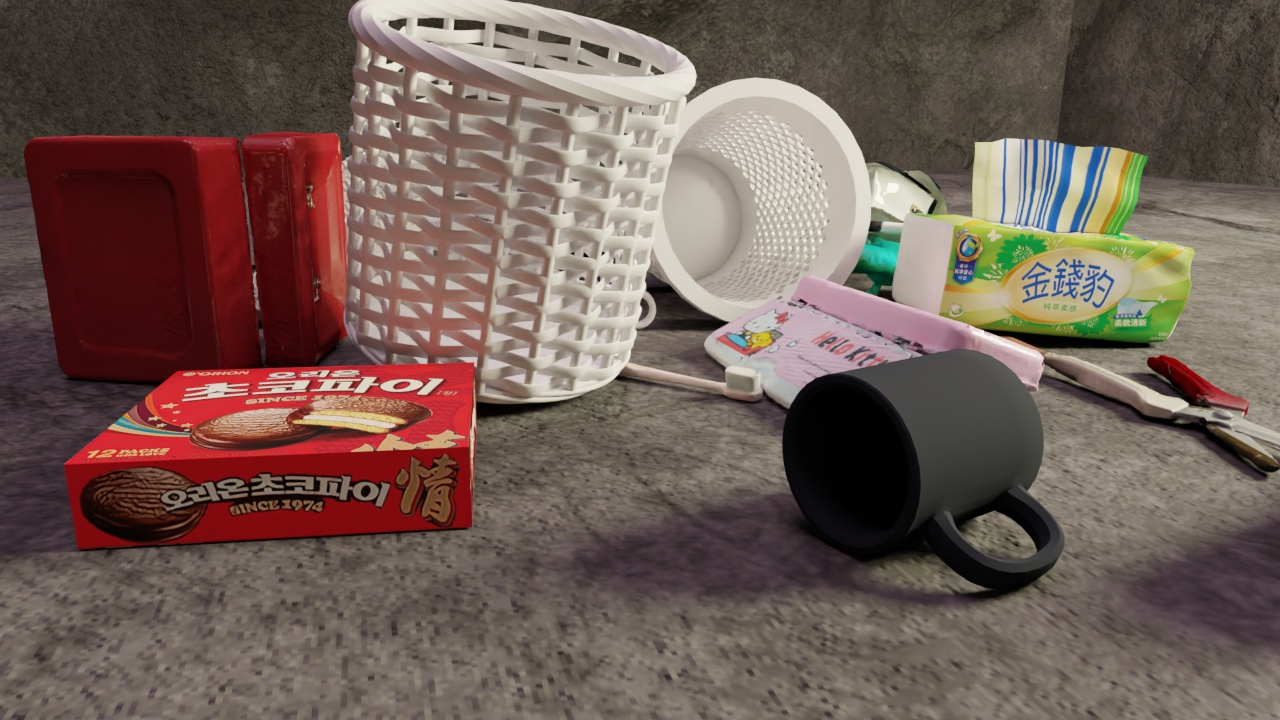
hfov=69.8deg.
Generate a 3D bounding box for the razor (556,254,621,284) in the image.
[{"bbox_3d":[-0.062,-0.078,0.858,0.143,0.047,0.052,8,41,34],"label":"razor"}]

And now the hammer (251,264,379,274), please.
[{"bbox_3d":[-0.287,-0.078,0.858,0.328,0.039,0.131,-4,17,-14],"label":"hammer"}]

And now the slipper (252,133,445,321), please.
[{"bbox_3d":[-0.253,-0.117,0.818,0.115,0.052,0.262,10,48,16],"label":"slipper"}]

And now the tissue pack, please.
[{"bbox_3d":[0.312,-0.097,0.713,0.197,0.141,0.120,3,14,-11],"label":"tissue pack"}]

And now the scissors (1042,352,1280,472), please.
[{"bbox_3d":[0.318,0.022,0.543,0.179,0.015,0.184,16,22,42],"label":"scissors"}]

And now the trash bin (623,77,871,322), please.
[{"bbox_3d":[0.069,-0.134,0.826,0.195,0.195,0.200,-4,6,-16],"label":"trash bin"}]

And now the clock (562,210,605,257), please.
[{"bbox_3d":[-0.055,-0.127,0.943,0.042,0.091,0.120,-11,30,-5],"label":"clock"}]

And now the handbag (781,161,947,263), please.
[{"bbox_3d":[0.252,-0.137,0.956,0.176,0.074,0.152,20,-17,-26],"label":"handbag"}]

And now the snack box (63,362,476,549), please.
[{"bbox_3d":[-0.155,0.037,0.428,0.152,0.036,0.132,-2,15,-9],"label":"snack box"}]

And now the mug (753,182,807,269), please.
[{"bbox_3d":[0.149,-0.145,1.041,0.089,0.091,0.121,-16,55,-47],"label":"mug"}]

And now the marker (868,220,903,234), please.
[{"bbox_3d":[0.255,-0.118,0.830,0.152,0.011,0.011,9,17,26],"label":"marker"}]

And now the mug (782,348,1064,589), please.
[{"bbox_3d":[0.119,0.046,0.366,0.077,0.071,0.105,-9,45,-33],"label":"mug"}]

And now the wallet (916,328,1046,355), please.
[{"bbox_3d":[0.238,-0.018,0.694,0.087,0.013,0.121,3,15,-9],"label":"wallet"}]

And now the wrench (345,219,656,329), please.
[{"bbox_3d":[-0.122,-0.060,0.723,0.273,0.066,0.018,9,14,-4],"label":"wrench"}]

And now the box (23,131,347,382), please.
[{"bbox_3d":[-0.296,-0.074,0.615,0.170,0.157,0.156,-1,13,-8],"label":"box"}]

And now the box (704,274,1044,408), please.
[{"bbox_3d":[0.139,-0.016,0.590,0.153,0.067,0.201,-4,15,-17],"label":"box"}]

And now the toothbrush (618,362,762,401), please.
[{"bbox_3d":[-0.004,0.003,0.598,0.181,0.018,0.015,9,29,32],"label":"toothbrush"}]

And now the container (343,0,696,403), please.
[{"bbox_3d":[-0.079,-0.101,0.548,0.189,0.187,0.189,9,29,-5],"label":"container"}]

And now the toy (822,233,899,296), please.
[{"bbox_3d":[0.255,-0.083,0.843,0.193,0.072,0.130,5,15,-21],"label":"toy"}]
